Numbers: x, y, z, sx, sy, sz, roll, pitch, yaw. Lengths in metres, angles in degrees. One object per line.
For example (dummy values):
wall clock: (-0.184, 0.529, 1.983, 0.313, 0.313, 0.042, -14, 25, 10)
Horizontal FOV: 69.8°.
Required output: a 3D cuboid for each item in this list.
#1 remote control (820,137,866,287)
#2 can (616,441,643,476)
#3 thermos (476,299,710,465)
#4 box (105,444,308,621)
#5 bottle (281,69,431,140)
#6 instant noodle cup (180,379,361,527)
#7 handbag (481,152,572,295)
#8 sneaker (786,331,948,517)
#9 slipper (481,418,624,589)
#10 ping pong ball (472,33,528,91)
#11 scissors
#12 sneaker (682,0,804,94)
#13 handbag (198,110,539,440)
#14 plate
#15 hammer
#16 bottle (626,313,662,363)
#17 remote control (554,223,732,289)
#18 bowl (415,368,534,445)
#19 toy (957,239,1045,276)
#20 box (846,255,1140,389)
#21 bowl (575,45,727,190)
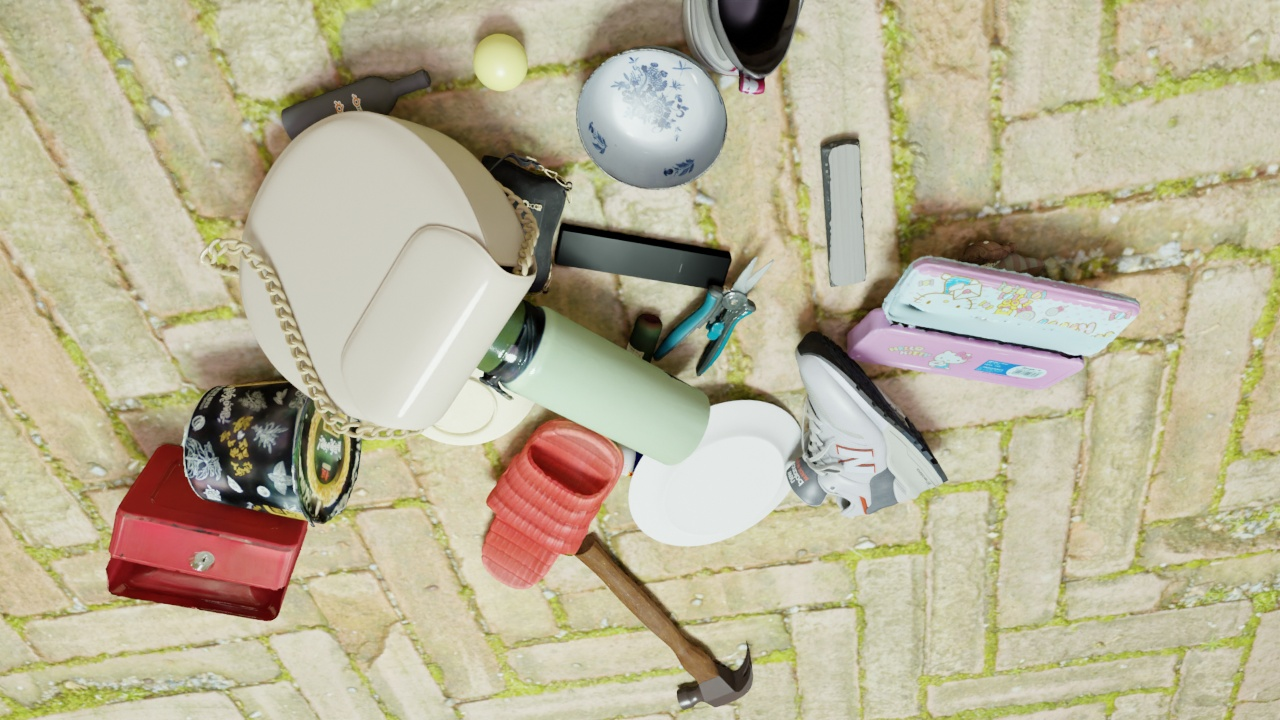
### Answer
remote control: (0.173, -0.123, 0.778, 0.033, 0.013, 0.137, -10, 127, 4)
can: (-0.004, 0.099, 0.909, 0.095, 0.032, 0.032, 10, 124, -12)
thermos: (-0.052, 0.016, 0.777, 0.231, 0.082, 0.082, 28, 118, -30)
box: (-0.396, 0.153, 0.859, 0.157, 0.133, 0.111, 13, 124, -14)
bottle: (-0.210, -0.193, 0.688, 0.113, 0.030, 0.030, -18, 125, 8)
instant noodle cup: (-0.326, 0.077, 0.816, 0.112, 0.137, 0.137, 2, 125, 6)
handbag: (-0.101, -0.104, 0.744, 0.079, 0.054, 0.129, 10, 122, -9)
sneaker: (0.190, 0.082, 0.878, 0.124, 0.088, 0.239, -40, 122, 18)
slipper: (-0.102, 0.154, 0.905, 0.103, 0.059, 0.249, 34, 125, 1)
ping pong ball: (-0.103, -0.218, 0.673, 0.040, 0.040, 0.040, -2, 125, -3)
scissors: (0.067, -0.035, 0.821, 0.123, 0.019, 0.148, -9, 135, 4)
sneaker: (0.078, -0.300, 0.577, 0.096, 0.128, 0.264, 2, 123, -7)
handbag: (-0.196, -0.068, 0.673, 0.208, 0.103, 0.211, 41, 108, 15)
plate: (0.081, 0.121, 0.911, 0.188, 0.016, 0.189, -11, 127, -15)
hammer: (0.026, 0.306, 1.059, 0.115, 0.033, 0.323, -28, 122, 17)
bottle: (-0.005, 0.005, 0.847, 0.025, 0.025, 0.106, 11, 123, -12)
remote control: (0.002, -0.088, 0.789, 0.150, 0.013, 0.034, 8, 128, -10)
bowl: (-0.158, 0.020, 0.816, 0.150, 0.075, 0.151, -2, 126, -4)
toy: (0.323, -0.076, 0.805, 0.101, 0.042, 0.054, 6, 86, -20)
box: (0.306, -0.028, 0.810, 0.214, 0.034, 0.151, 9, 148, -11)
bowl: (0.010, -0.189, 0.693, 0.114, 0.045, 0.114, 5, 133, 5)
